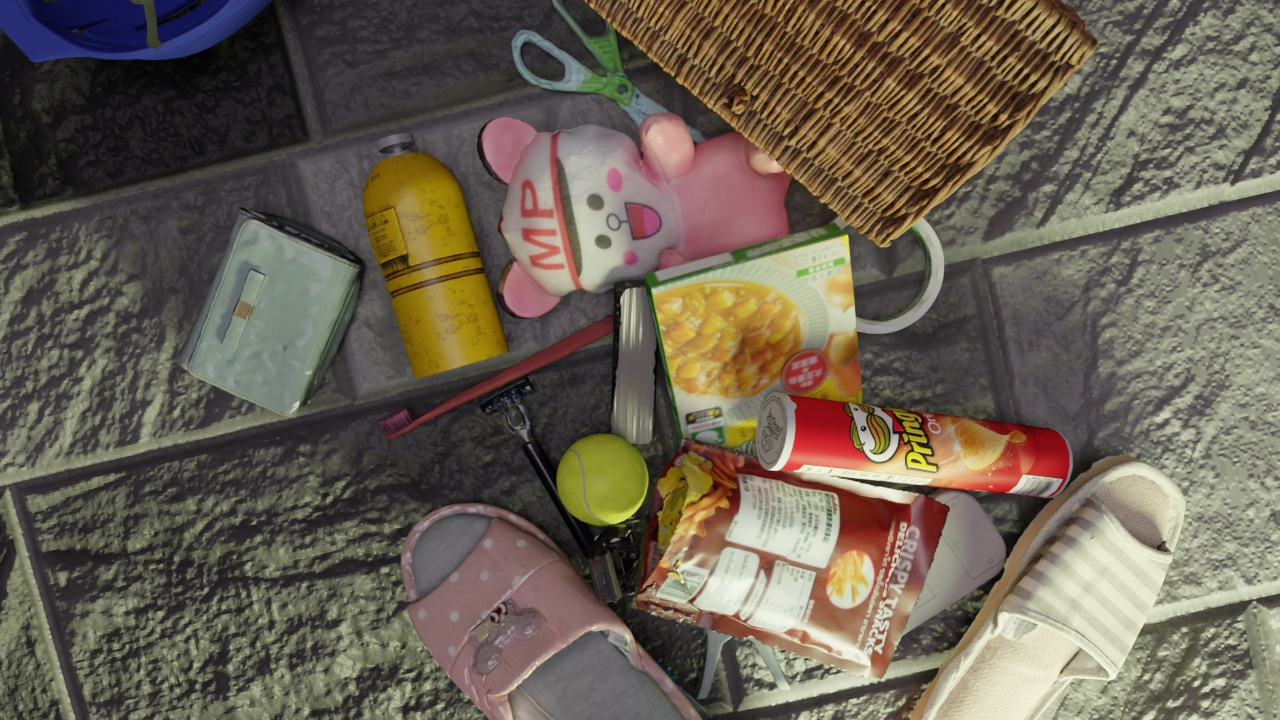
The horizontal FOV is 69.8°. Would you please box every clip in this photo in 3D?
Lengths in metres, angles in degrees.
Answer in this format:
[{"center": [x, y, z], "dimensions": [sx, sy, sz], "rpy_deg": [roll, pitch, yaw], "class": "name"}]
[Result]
[{"center": [0.085, 0.166, 0.677], "dimensions": [0.115, 0.028, 0.163], "rpy_deg": [-6, 95, 3], "class": "clip"}]

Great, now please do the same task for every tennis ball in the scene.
[{"center": [-0.027, 0.085, 0.653], "dimensions": [0.065, 0.065, 0.065], "rpy_deg": [0, 94, 1], "class": "tennis ball"}]

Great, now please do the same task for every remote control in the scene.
[{"center": [-0.004, 0.004, 0.642], "dimensions": [0.033, 0.013, 0.137], "rpy_deg": [1, 126, -2], "class": "remote control"}, {"center": [0.192, 0.157, 0.678], "dimensions": [0.151, 0.019, 0.074], "rpy_deg": [-34, 93, 4], "class": "remote control"}]

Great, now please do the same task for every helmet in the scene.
[{"center": [-0.307, -0.277, 0.552], "dimensions": [0.241, 0.227, 0.148], "rpy_deg": [-39, 102, 5], "class": "helmet"}]

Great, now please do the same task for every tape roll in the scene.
[{"center": [0.170, -0.067, 0.662], "dimensions": [0.094, 0.018, 0.094], "rpy_deg": [0, 95, 1], "class": "tape roll"}]

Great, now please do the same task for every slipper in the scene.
[{"center": [0.291, 0.192, 0.655], "dimensions": [0.114, 0.054, 0.273], "rpy_deg": [29, 99, -19], "class": "slipper"}, {"center": [-0.064, 0.198, 0.625], "dimensions": [0.274, 0.054, 0.114], "rpy_deg": [39, 79, 20], "class": "slipper"}]

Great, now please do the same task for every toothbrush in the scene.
[{"center": [-0.104, 0.011, 0.669], "dimensions": [0.190, 0.016, 0.016], "rpy_deg": [-25, 109, 4], "class": "toothbrush"}]

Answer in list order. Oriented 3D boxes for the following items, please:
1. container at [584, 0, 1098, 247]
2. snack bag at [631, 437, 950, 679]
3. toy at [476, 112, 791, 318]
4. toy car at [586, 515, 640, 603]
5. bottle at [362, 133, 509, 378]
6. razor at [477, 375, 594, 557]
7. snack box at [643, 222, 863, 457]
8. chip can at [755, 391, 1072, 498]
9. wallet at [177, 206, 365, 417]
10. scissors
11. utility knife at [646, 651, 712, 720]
[{"center": [0.126, -0.232, 0.556], "dimensions": [0.250, 0.182, 0.163], "rpy_deg": [39, 132, -2], "class": "container"}, {"center": [0.106, 0.138, 0.631], "dimensions": [0.208, 0.067, 0.139], "rpy_deg": [17, 89, -12], "class": "snack bag"}, {"center": [0.001, -0.101, 0.625], "dimensions": [0.213, 0.084, 0.142], "rpy_deg": [-6, 120, -1], "class": "toy"}, {"center": [-0.019, 0.139, 0.646], "dimensions": [0.037, 0.092, 0.040], "rpy_deg": [-14, 93, 12], "class": "toy car"}, {"center": [-0.149, -0.075, 0.641], "dimensions": [0.071, 0.071, 0.164], "rpy_deg": [-16, 94, 2], "class": "bottle"}, {"center": [-0.069, 0.083, 0.676], "dimensions": [0.043, 0.022, 0.144], "rpy_deg": [-29, 93, 4], "class": "razor"}, {"center": [0.083, 0.003, 0.625], "dimensions": [0.132, 0.027, 0.168], "rpy_deg": [-16, 120, -4], "class": "snack box"}, {"center": [0.189, 0.060, 0.628], "dimensions": [0.214, 0.052, 0.052], "rpy_deg": [8, 95, -14], "class": "chip can"}, {"center": [-0.266, -0.034, 0.660], "dimensions": [0.100, 0.054, 0.132], "rpy_deg": [24, 99, 0], "class": "wallet"}, {"center": [-0.006, -0.199, 0.658], "dimensions": [0.175, 0.032, 0.093], "rpy_deg": [34, 92, -6], "class": "scissors"}, {"center": [-0.019, 0.213, 0.690], "dimensions": [0.185, 0.015, 0.031], "rpy_deg": [40, 99, -3], "class": "utility knife"}]
